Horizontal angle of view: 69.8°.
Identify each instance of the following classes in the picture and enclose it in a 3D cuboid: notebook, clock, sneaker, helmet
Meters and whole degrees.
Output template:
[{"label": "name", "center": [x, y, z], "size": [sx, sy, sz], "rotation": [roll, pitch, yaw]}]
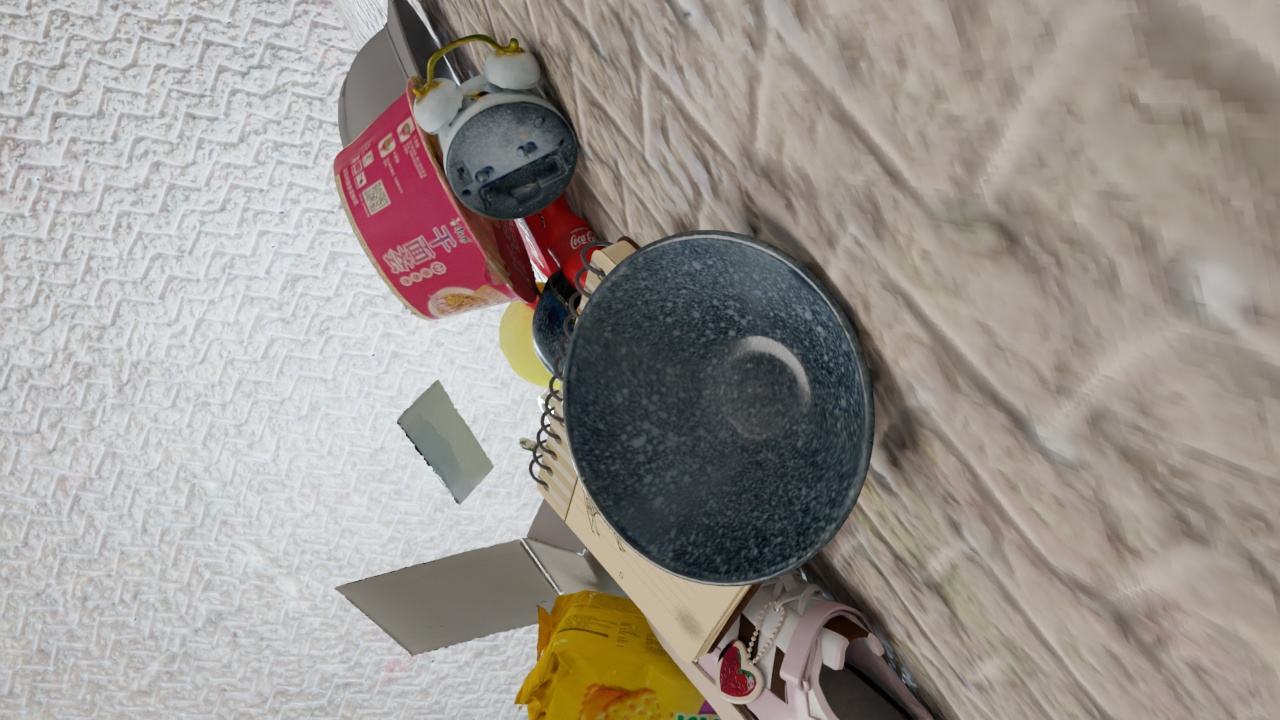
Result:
[{"label": "notebook", "center": [0.007, 0.059, 0.504], "size": [0.167, 0.024, 0.226], "rotation": [46, 143, 22]}, {"label": "clock", "center": [-0.089, -0.144, 0.566], "size": [0.057, 0.083, 0.118], "rotation": [61, 176, 43]}, {"label": "sneaker", "center": [0.081, 0.158, 0.579], "size": [0.293, 0.111, 0.117], "rotation": [-127, 32, -47]}, {"label": "helmet", "center": [-0.217, -0.203, 0.864], "size": [0.183, 0.118, 0.271], "rotation": [-52, -62, -84]}]

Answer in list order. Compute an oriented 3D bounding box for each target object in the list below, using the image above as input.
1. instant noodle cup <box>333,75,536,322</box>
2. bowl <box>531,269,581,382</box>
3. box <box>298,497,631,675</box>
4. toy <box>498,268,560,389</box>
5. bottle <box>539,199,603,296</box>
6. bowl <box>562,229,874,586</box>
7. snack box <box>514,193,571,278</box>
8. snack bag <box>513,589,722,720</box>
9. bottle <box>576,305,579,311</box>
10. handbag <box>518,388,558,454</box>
[{"label": "instant noodle cup", "center": [-0.150, -0.105, 0.662], "size": [0.178, 0.078, 0.178], "rotation": [62, -174, -13]}, {"label": "bowl", "center": [-0.046, -0.014, 0.704], "size": [0.110, 0.055, 0.110], "rotation": [46, -164, -18]}, {"label": "box", "center": [-0.106, 0.161, 0.809], "size": [0.167, 0.330, 0.164], "rotation": [71, 178, -52]}, {"label": "toy", "center": [-0.062, -0.002, 0.877], "size": [0.207, 0.092, 0.134], "rotation": [43, -177, -37]}, {"label": "bottle", "center": [-0.045, -0.079, 0.676], "size": [0.119, 0.036, 0.036], "rotation": [57, 171, 19]}, {"label": "bowl", "center": [0.038, 0.017, 0.373], "size": [0.057, 0.137, 0.137], "rotation": [-8, -119, -55]}, {"label": "snack box", "center": [-0.100, -0.147, 0.770], "size": [0.132, 0.035, 0.152], "rotation": [47, 164, 57]}, {"label": "snack bag", "center": [0.033, 0.234, 0.671], "size": [0.159, 0.247, 0.068], "rotation": [-64, -14, -84]}, {"label": "bottle", "center": [-0.004, 0.004, 0.622], "size": [0.109, 0.063, 0.063], "rotation": [62, 171, -17]}, {"label": "handbag", "center": [-0.046, 0.136, 1.140], "size": [0.184, 0.131, 0.229], "rotation": [46, 167, 39]}]
